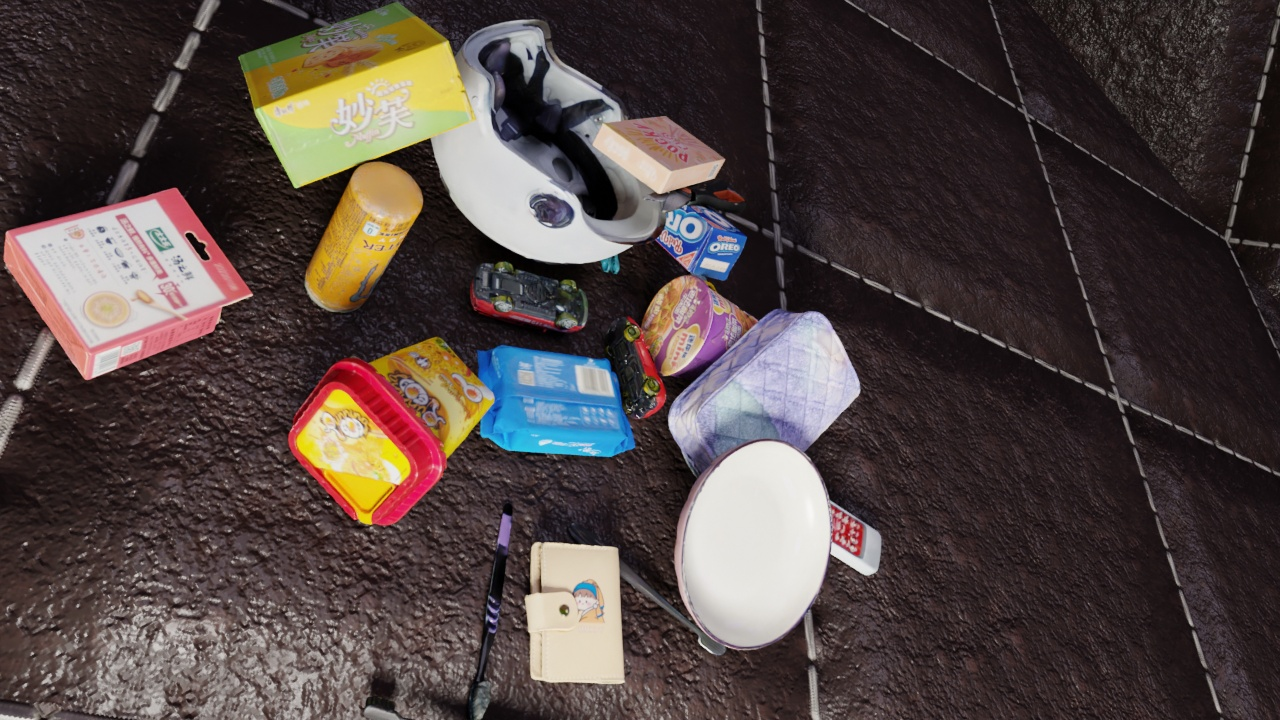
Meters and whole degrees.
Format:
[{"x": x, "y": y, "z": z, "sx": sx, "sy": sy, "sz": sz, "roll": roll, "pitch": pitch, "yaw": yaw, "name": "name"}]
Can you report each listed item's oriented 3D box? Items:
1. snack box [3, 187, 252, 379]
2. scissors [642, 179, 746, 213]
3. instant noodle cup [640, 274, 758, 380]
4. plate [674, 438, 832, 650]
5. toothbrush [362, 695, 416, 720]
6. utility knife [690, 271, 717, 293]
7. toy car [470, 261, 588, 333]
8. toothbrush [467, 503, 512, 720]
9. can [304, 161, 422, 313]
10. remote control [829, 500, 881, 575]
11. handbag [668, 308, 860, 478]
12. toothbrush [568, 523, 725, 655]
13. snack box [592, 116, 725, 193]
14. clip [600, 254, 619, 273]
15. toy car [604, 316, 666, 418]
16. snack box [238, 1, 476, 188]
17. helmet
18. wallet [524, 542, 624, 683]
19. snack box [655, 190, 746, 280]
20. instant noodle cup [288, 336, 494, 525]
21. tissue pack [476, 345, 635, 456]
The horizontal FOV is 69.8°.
[{"x": -0.387, "y": -0.062, "z": 0.700, "sx": 0.126, "sy": 0.044, "sz": 0.113, "roll": -31, "pitch": 81, "yaw": -43, "name": "snack box"}, {"x": 0.060, "y": -0.169, "z": 0.943, "sx": 0.162, "sy": 0.022, "sz": 0.233, "roll": 21, "pitch": 24, "yaw": -15, "name": "scissors"}, {"x": 0.071, "y": -0.023, "z": 0.971, "sx": 0.099, "sy": 0.112, "sz": 0.111, "roll": 20, "pitch": 51, "yaw": -34, "name": "instant noodle cup"}, {"x": 0.100, "y": 0.166, "z": 0.847, "sx": 0.192, "sy": 0.039, "sz": 0.192, "roll": -1, "pitch": 92, "yaw": -37, "name": "plate"}, {"x": -0.106, "y": 0.291, "z": 0.683, "sx": 0.212, "sy": 0.026, "sz": 0.027, "roll": 27, "pitch": 14, "yaw": -17, "name": "toothbrush"}, {"x": 0.090, "y": -0.053, "z": 1.063, "sx": 0.033, "sy": 0.015, "sz": 0.206, "roll": -9, "pitch": 66, "yaw": -43, "name": "utility knife"}, {"x": -0.109, "y": -0.059, "z": 0.900, "sx": 0.120, "sy": 0.045, "sz": 0.052, "roll": 13, "pitch": 56, "yaw": -23, "name": "toy car"}, {"x": -0.118, "y": 0.198, "z": 0.743, "sx": 0.014, "sy": 0.017, "sz": 0.188, "roll": 23, "pitch": 49, "yaw": -23, "name": "toothbrush"}, {"x": -0.233, "y": -0.099, "z": 0.765, "sx": 0.058, "sy": 0.146, "sz": 0.058, "roll": 19, "pitch": 52, "yaw": -26, "name": "can"}, {"x": 0.205, "y": 0.178, "z": 0.989, "sx": 0.136, "sy": 0.020, "sz": 0.055, "roll": 33, "pitch": 46, "yaw": -13, "name": "remote control"}, {"x": 0.126, "y": 0.045, "z": 0.922, "sx": 0.193, "sy": 0.076, "sz": 0.134, "roll": -40, "pitch": 113, "yaw": -20, "name": "handbag"}, {"x": 0.005, "y": 0.207, "z": 0.828, "sx": 0.181, "sy": 0.018, "sz": 0.015, "roll": 41, "pitch": 66, "yaw": -4, "name": "toothbrush"}, {"x": 0.023, "y": -0.210, "z": 0.927, "sx": 0.084, "sy": 0.026, "sz": 0.157, "roll": 38, "pitch": 27, "yaw": 10, "name": "snack box"}, {"x": -0.036, "y": -0.121, "z": 1.019, "sx": 0.040, "sy": 0.014, "sz": 0.056, "roll": 5, "pitch": 59, "yaw": -33, "name": "clip"}, {"x": -0.006, "y": 0.005, "z": 0.931, "sx": 0.031, "sy": 0.049, "sz": 0.106, "roll": -4, "pitch": 64, "yaw": -39, "name": "toy car"}, {"x": -0.249, "y": -0.235, "z": 0.787, "sx": 0.157, "sy": 0.070, "sz": 0.210, "roll": -25, "pitch": 36, "yaw": -12, "name": "snack box"}, {"x": -0.107, "y": -0.194, "z": 0.920, "sx": 0.258, "sy": 0.146, "sz": 0.228, "roll": 44, "pitch": 35, "yaw": -25, "name": "helmet"}, {"x": -0.055, "y": 0.211, "z": 0.771, "sx": 0.087, "sy": 0.024, "sz": 0.115, "roll": 9, "pitch": 62, "yaw": -24, "name": "wallet"}, {"x": 0.030, "y": -0.165, "z": 1.006, "sx": 0.058, "sy": 0.057, "sz": 0.207, "roll": 8, "pitch": 30, "yaw": -42, "name": "snack box"}, {"x": -0.191, "y": 0.048, "z": 0.731, "sx": 0.116, "sy": 0.116, "sz": 0.123, "roll": 47, "pitch": 34, "yaw": 0, "name": "instant noodle cup"}, {"x": -0.081, "y": 0.040, "z": 0.850, "sx": 0.157, "sy": 0.052, "sz": 0.094, "roll": 8, "pitch": 55, "yaw": -32, "name": "tissue pack"}]
